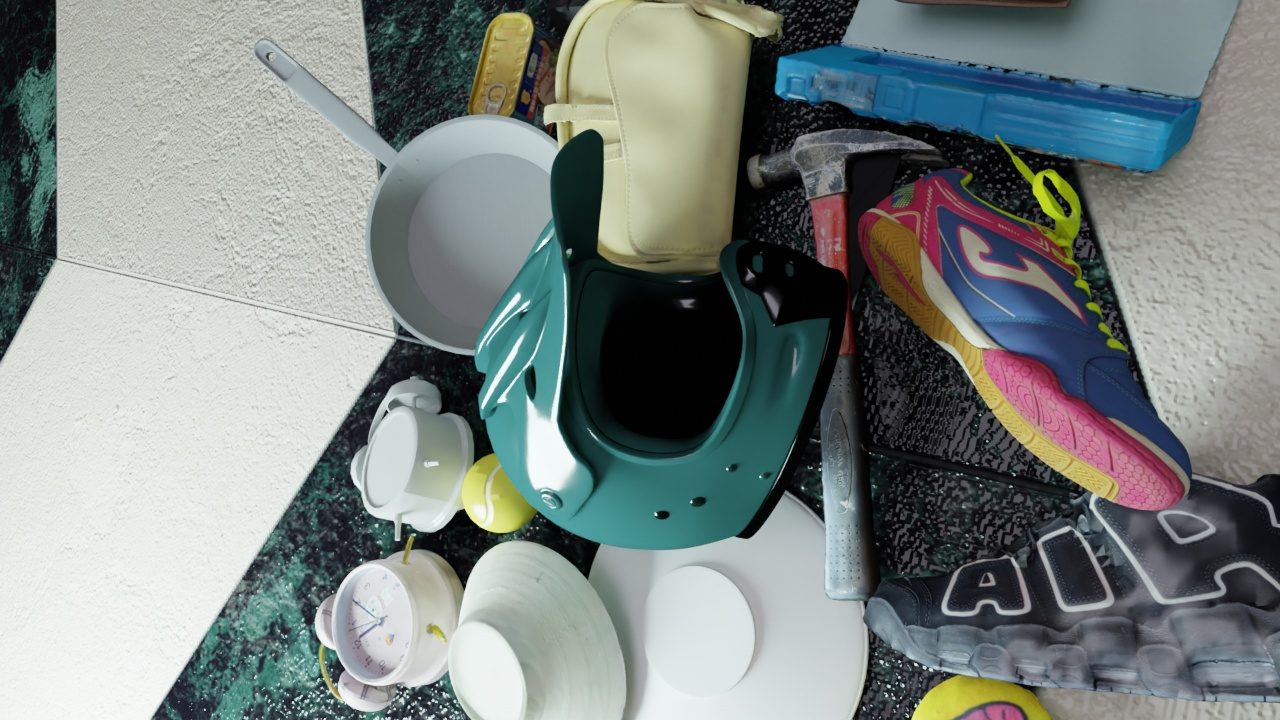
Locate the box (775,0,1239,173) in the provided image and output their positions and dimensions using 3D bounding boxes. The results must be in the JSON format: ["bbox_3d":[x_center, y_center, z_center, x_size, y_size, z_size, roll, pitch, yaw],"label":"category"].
[{"bbox_3d":[0.234,-0.193,0.602,0.244,0.070,0.170,23,61,32],"label":"box"}]

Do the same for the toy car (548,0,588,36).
[{"bbox_3d":[-0.037,-0.297,0.788,0.092,0.042,0.036,16,65,33],"label":"toy car"}]

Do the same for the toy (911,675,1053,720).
[{"bbox_3d":[0.207,0.237,0.549,0.095,0.041,0.094,29,93,34],"label":"toy"}]

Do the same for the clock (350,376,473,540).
[{"bbox_3d":[-0.202,0.082,0.808,0.120,0.061,0.159,-60,39,12],"label":"clock"}]

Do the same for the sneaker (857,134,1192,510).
[{"bbox_3d":[0.221,-0.028,0.508,0.091,0.116,0.241,-32,54,-2],"label":"sneaker"}]

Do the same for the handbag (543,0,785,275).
[{"bbox_3d":[0.014,-0.167,0.686,0.191,0.088,0.232,3,86,47],"label":"handbag"}]

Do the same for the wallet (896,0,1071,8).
[{"bbox_3d":[0.233,-0.266,0.601,0.121,0.027,0.098,17,56,31],"label":"wallet"}]

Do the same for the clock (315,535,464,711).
[{"bbox_3d":[-0.225,0.235,0.801,0.158,0.058,0.116,-40,64,20],"label":"clock"}]

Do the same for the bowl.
[{"bbox_3d":[-0.096,0.230,0.696,0.177,0.057,0.177,7,101,38],"label":"bowl"}]

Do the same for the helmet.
[{"bbox_3d":[-0.003,0.004,0.574,0.200,0.276,0.176,13,48,-4],"label":"helmet"}]

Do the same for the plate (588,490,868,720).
[{"bbox_3d":[0.046,0.193,0.659,0.230,0.030,0.229,-6,79,30],"label":"plate"}]

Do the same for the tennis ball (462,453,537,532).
[{"bbox_3d":[-0.113,0.108,0.750,0.065,0.065,0.065,-6,79,30],"label":"tennis ball"}]

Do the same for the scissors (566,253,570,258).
[{"bbox_3d":[-0.064,-0.027,0.726,0.130,0.011,0.125,-13,64,27],"label":"scissors"}]

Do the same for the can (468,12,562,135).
[{"bbox_3d":[-0.106,-0.246,0.809,0.054,0.059,0.100,14,89,32],"label":"can"}]

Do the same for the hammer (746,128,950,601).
[{"bbox_3d":[0.145,-0.003,0.628,0.141,0.036,0.326,-7,77,32],"label":"hammer"}]

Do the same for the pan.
[{"bbox_3d":[-0.192,-0.155,0.784,0.356,0.050,0.201,41,95,8],"label":"pan"}]

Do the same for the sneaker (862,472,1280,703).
[{"bbox_3d":[0.250,0.106,0.519,0.253,0.097,0.150,-5,74,30],"label":"sneaker"}]
